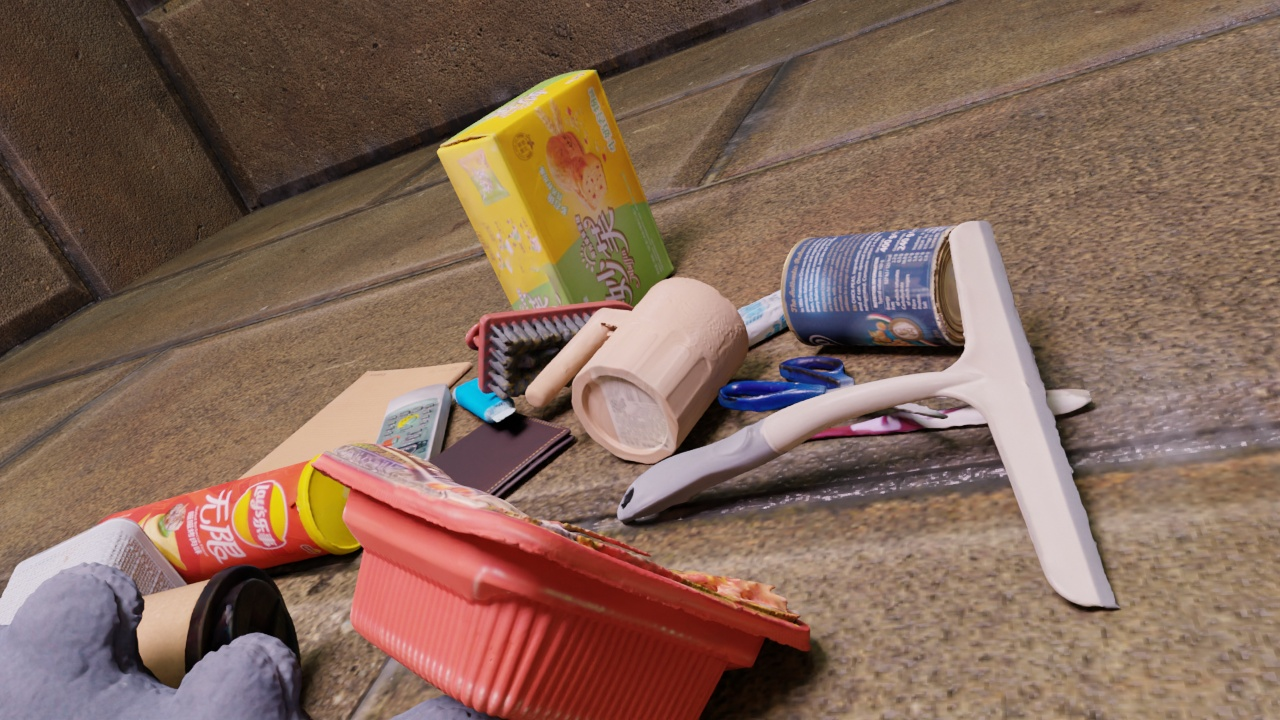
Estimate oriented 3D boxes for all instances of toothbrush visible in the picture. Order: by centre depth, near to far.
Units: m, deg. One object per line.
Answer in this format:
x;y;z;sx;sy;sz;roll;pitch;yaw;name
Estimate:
0.148;0.030;0.511;0.188;0.017;0.016;-10;23;30;toothbrush

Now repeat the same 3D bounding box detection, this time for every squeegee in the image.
0.082;0.040;0.484;0.247;0.039;0.245;-23;39;26;squeegee

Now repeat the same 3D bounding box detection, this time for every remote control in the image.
-0.190;0.061;0.758;0.056;0.019;0.135;-18;26;4;remote control

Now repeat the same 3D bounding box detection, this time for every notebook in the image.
-0.268;0.065;0.848;0.150;0.012;0.210;-6;29;34;notebook

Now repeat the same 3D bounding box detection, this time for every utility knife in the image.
-0.124;0.033;0.735;0.034;0.018;0.166;-26;13;-15;utility knife

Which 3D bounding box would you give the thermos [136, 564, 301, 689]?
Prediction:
-0.260;0.164;0.495;0.143;0.093;0.093;-9;25;6;thermos

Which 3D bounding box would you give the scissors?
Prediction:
0.112;0.020;0.540;0.147;0.012;0.169;-12;12;2;scissors

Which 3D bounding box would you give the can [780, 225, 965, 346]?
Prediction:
0.158;-0.046;0.594;0.111;0.075;0.075;1;34;45;can

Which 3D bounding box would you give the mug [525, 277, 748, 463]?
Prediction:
-0.004;0.004;0.620;0.125;0.084;0.103;8;38;30;mug

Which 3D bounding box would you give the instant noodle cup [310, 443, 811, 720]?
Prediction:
-0.040;0.102;0.390;0.165;0.188;0.079;5;71;51;instant noodle cup

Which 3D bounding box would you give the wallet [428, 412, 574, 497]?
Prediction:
-0.119;0.079;0.663;0.122;0.020;0.096;-38;30;-31;wallet

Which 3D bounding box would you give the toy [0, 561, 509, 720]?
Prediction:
-0.225;0.170;0.399;0.356;0.138;0.091;10;9;10;toy

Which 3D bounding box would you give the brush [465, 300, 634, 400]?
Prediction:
-0.059;-0.016;0.718;0.145;0.063;0.069;-10;30;-31;brush

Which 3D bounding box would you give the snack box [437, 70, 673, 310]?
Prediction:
-0.066;-0.130;0.819;0.070;0.210;0.157;-3;32;38;snack box

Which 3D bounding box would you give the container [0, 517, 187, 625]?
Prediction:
-0.359;0.179;0.593;0.090;0.090;0.111;-26;26;-4;container

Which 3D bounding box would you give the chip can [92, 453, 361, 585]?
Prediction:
-0.303;0.124;0.673;0.217;0.073;0.073;-14;25;20;chip can

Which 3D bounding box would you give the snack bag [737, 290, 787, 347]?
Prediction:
0.084;-0.027;0.686;0.105;0.026;0.045;-26;32;-3;snack bag
